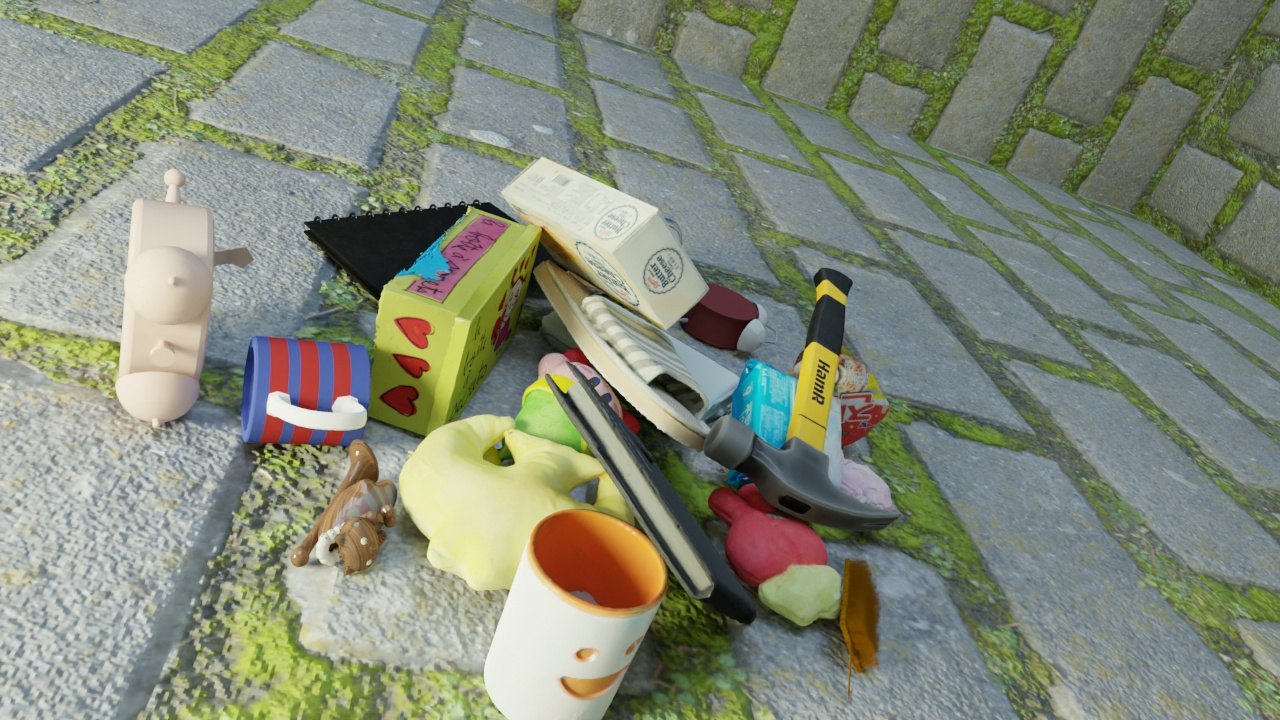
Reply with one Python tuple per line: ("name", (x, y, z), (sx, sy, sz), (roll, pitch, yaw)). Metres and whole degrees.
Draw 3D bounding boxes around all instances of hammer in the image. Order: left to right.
("hammer", (0.164, 0.015, 0.826), (0.170, 0.034, 0.323), (31, 42, -8))

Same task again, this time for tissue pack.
("tissue pack", (0.129, 0.069, 0.824), (0.093, 0.062, 0.144), (23, 46, -13))

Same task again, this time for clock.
("clock", (-0.328, -0.045, 0.656), (0.086, 0.131, 0.160), (9, 30, -24))
("clock", (0.101, -0.048, 1.071), (0.124, 0.044, 0.087), (22, 27, 0))

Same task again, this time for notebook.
("notebook", (-0.213, -0.123, 0.975), (0.230, 0.019, 0.169), (-16, 42, -42))
("notebook", (0.012, 0.093, 0.601), (0.169, 0.029, 0.209), (54, -4, 23))

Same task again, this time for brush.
("brush", (0.160, 0.196, 0.666), (0.017, 0.048, 0.126), (-16, 18, 21))

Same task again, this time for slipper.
("slipper", (-0.017, -0.018, 0.821), (0.114, 0.054, 0.272), (28, 14, -45))

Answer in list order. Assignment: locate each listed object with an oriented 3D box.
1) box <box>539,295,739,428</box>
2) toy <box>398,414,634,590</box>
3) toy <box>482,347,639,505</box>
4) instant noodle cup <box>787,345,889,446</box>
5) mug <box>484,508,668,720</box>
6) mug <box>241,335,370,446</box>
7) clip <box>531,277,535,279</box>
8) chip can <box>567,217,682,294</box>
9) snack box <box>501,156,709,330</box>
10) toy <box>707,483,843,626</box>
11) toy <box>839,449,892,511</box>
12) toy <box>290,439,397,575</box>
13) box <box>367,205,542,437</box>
("box", (-0.002, -0.003, 0.910), (0.214, 0.063, 0.118), (37, 33, 26))
("toy", (-0.090, 0.100, 0.632), (0.170, 0.065, 0.154), (25, 36, 10))
("toy", (-0.064, 0.059, 0.743), (0.124, 0.097, 0.131), (57, 21, 3))
("instant noodle cup", (0.194, 0.025, 0.962), (0.100, 0.100, 0.112), (22, 19, 0))
("mug", (-0.039, 0.152, 0.533), (0.082, 0.105, 0.082), (17, 27, -9))
("mug", (-0.232, 0.027, 0.642), (0.076, 0.075, 0.112), (5, 11, -29))
("clip", (-0.119, -0.101, 1.032), (0.118, 0.033, 0.120), (25, 28, 13))
("chip can", (-0.008, -0.127, 1.069), (0.080, 0.080, 0.229), (28, 19, 12))
("snack box", (-0.036, -0.112, 0.847), (0.208, 0.057, 0.104), (35, -13, 48))
("toy", (0.103, 0.147, 0.711), (0.091, 0.045, 0.135), (0, 40, -40))
("toy", (0.193, 0.113, 0.838), (0.063, 0.047, 0.110), (36, 17, -21))
("toy", (-0.185, 0.098, 0.601), (0.055, 0.042, 0.101), (3, 33, 11))
("box", (-0.156, -0.038, 0.784), (0.079, 0.125, 0.220), (18, 26, -2))
